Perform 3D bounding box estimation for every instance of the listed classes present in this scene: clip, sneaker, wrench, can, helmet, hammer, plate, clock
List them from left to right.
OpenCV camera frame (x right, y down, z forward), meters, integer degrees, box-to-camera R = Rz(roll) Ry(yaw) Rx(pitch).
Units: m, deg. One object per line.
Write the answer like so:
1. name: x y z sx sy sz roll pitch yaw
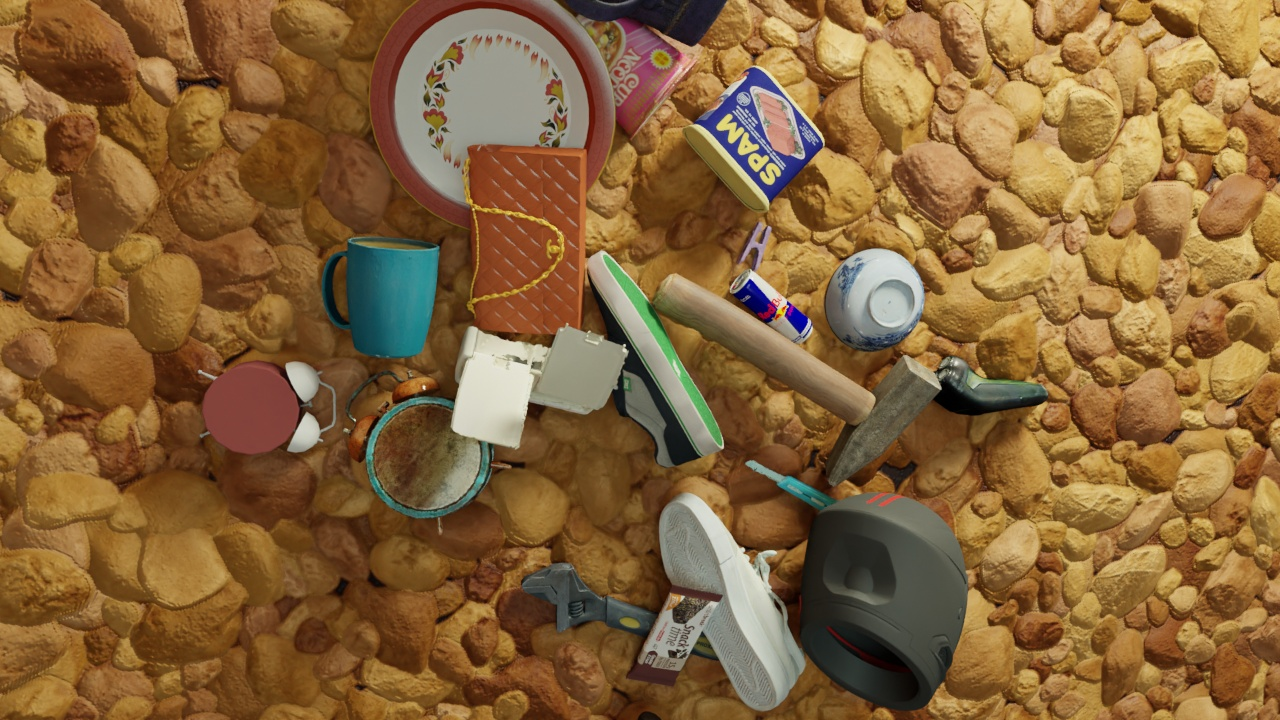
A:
1. clock: -0.352 0.044 0.866 0.124 0.044 0.087 1 99 -13
2. clock: -0.215 0.081 0.890 0.121 0.073 0.157 -44 89 -8
3. plate: -0.138 -0.232 0.857 0.230 0.021 0.230 1 113 2
4. sneaker: -0.005 0.005 0.924 0.079 0.084 0.235 -26 102 14
5. wrench: -0.002 0.281 0.992 0.273 0.022 0.073 21 99 -14
6. sneaker: 0.103 0.245 0.986 0.090 0.090 0.242 -27 90 -45
7. clip: 0.119 -0.120 0.962 0.035 0.013 0.052 20 92 -16
8. can: 0.115 -0.223 0.923 0.092 0.056 0.116 -46 105 -4
9. can: 0.139 -0.055 0.966 0.095 0.032 0.032 38 89 -15
10. hammer: 0.142 0.004 0.955 0.300 0.037 0.158 31 114 -10
11. helmet: 0.258 0.234 0.964 0.169 0.164 0.265 -58 141 -31

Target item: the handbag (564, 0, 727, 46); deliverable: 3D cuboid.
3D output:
1. handbag: -0.013 -0.389 0.798 0.204 0.126 0.221 22 68 -14

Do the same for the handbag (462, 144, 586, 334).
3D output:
1. handbag: -0.109 -0.111 0.863 0.109 0.060 0.172 4 113 4

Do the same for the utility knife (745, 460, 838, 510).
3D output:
1. utility knife: 0.178 0.146 1.016 0.151 0.015 0.022 27 117 -13

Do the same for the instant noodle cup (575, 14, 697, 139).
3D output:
1. instant noodle cup: -0.018 -0.282 0.869 0.108 0.098 0.097 41 88 -8

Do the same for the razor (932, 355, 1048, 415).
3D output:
1. razor: 0.391 0.029 1.031 0.151 0.054 0.067 2 81 -19

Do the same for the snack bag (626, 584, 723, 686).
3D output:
1. snack bag: 0.035 0.295 0.973 0.057 0.013 0.158 14 124 -12

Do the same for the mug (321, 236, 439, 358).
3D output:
1. mug: -0.247 -0.061 0.862 0.112 0.084 0.104 9 104 15

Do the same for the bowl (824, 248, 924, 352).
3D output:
1. bowl: 0.260 -0.062 0.985 0.114 0.045 0.114 -2 99 -12

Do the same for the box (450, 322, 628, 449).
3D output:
1. box: -0.100 0.032 0.830 0.143 0.193 0.106 13 69 -10

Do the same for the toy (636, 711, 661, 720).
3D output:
1. toy: -0.015 0.464 0.989 0.112 0.096 0.176 15 84 -14
